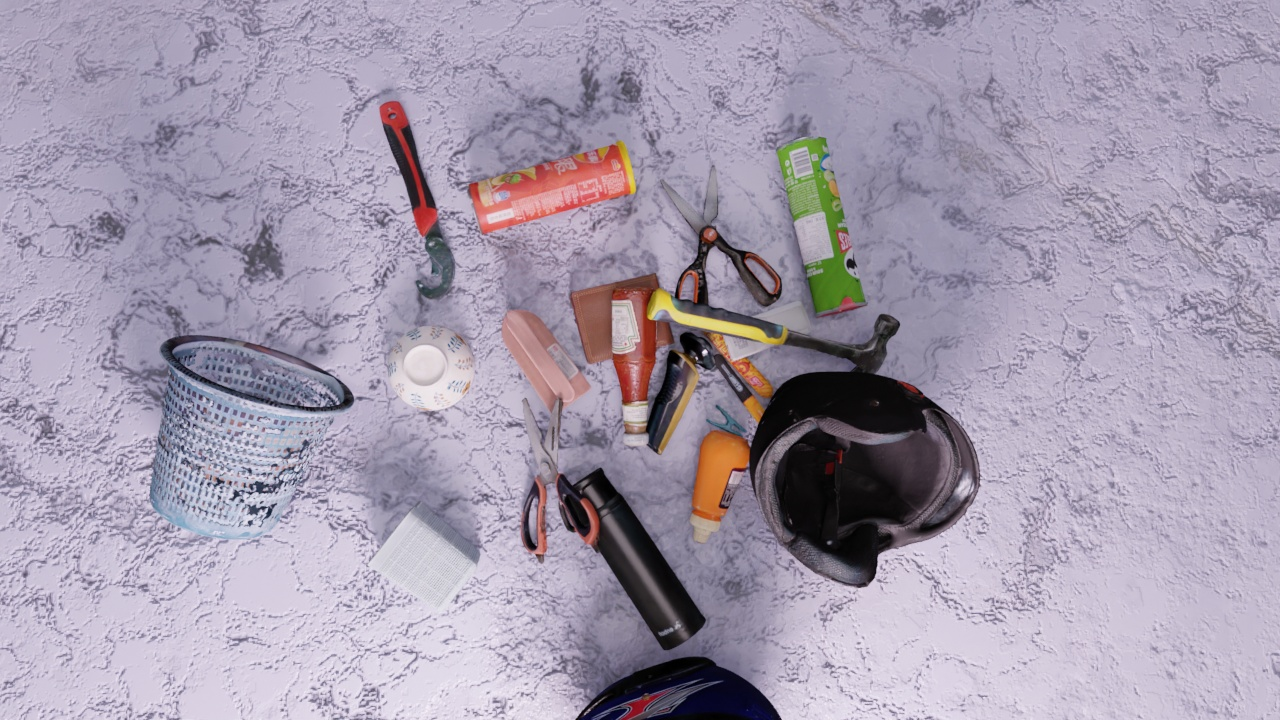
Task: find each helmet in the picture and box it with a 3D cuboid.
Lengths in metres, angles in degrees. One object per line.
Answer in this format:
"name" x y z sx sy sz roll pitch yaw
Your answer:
"helmet" 0.021 0.489 1.093 0.315 0.241 0.247 -6 88 -15
"helmet" 0.267 0.126 1.139 0.274 0.230 0.234 5 116 -11

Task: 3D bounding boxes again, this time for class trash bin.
"trash bin" -0.491 0.100 1.117 0.226 0.226 0.195 23 98 -2

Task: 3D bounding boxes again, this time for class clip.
"clip" 0.118 0.086 1.238 0.055 0.013 0.038 35 86 1

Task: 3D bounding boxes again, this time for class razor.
"razor" 0.049 0.046 1.221 0.067 0.062 0.167 22 91 -33

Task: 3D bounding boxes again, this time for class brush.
"brush" -0.130 -0.005 1.199 0.063 0.073 0.145 -35 88 -4

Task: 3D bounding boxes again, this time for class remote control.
"remote control" 0.169 -0.041 1.231 0.124 0.024 0.049 -20 87 -16

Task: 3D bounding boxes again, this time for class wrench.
"wrench" -0.299 -0.216 1.228 0.056 0.016 0.273 -14 89 -4

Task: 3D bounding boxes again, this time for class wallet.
"wallet" -0.025 -0.055 1.229 0.124 0.032 0.101 -14 91 -4

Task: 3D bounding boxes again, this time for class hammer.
"hammer" 0.165 -0.033 1.181 0.323 0.031 0.126 12 119 -13

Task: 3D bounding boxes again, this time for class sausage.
"sausage" 0.124 -0.009 1.238 0.021 0.021 0.165 -43 90 -5

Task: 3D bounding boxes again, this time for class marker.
"marker" 0.138 0.042 1.240 0.018 0.015 0.124 -37 88 -9

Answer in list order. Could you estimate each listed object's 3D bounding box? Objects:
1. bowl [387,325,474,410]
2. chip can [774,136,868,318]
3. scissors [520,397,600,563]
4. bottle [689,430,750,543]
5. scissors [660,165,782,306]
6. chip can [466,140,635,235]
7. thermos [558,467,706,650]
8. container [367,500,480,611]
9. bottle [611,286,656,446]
"bowl" -0.275 0.009 1.195 0.113 0.062 0.113 0 88 -5
"chip can" 0.242 -0.178 1.229 0.072 0.072 0.236 -13 88 -4
"scissors" -0.114 0.160 1.180 0.226 0.015 0.189 51 120 19
"bottle" 0.098 0.169 1.211 0.067 0.066 0.149 15 93 -3
"scissors" 0.097 -0.146 1.235 0.221 0.022 0.228 32 76 -5
"chip can" -0.117 -0.226 1.211 0.216 0.073 0.073 -17 88 -4
"thermos" -0.017 0.262 1.202 0.090 0.068 0.242 -36 87 28
"container" -0.270 0.251 1.170 0.111 0.090 0.090 38 86 -3
"bottle" -0.007 0.007 1.190 0.060 0.060 0.206 -1 95 -4
